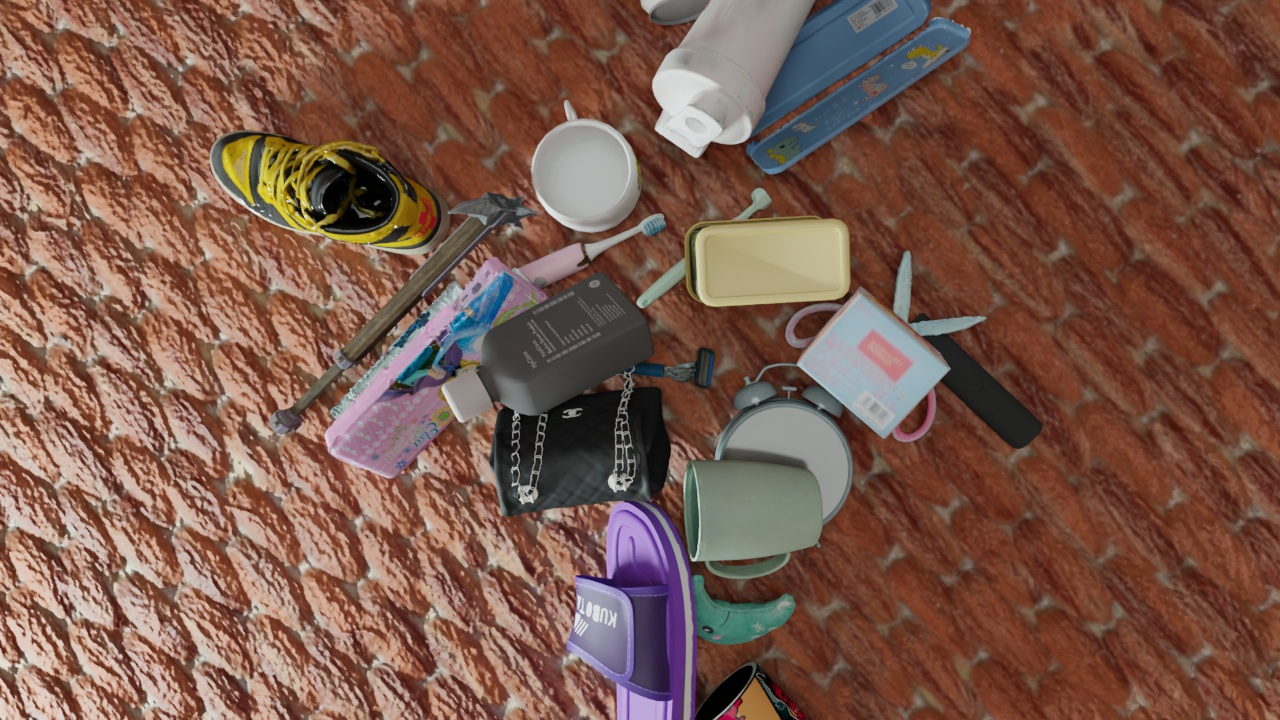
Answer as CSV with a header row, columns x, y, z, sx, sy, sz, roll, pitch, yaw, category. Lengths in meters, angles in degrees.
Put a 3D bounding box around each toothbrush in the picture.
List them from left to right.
x,y,z,sx,sy,sz,roll,pitch,yaw,category
-0.080,-0.086,0.847,0.223,0.027,0.026,-23,55,6,toothbrush
0.056,-0.100,0.839,0.155,0.015,0.022,-41,117,6,toothbrush

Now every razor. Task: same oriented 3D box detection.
x,y,z,sx,sy,sz,roll,pitch,yaw,category
-0.005,0.005,0.845,0.144,0.022,0.042,5,54,10,razor

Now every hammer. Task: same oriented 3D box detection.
x,y,z,sx,sy,sz,roll,pitch,yaw,category
-0.233,-0.036,0.829,0.317,0.146,0.028,-42,86,15,hammer

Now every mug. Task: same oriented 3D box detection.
x,y,z,sx,sy,sz,roll,pitch,yaw,category
-0.050,-0.174,0.823,0.094,0.068,0.115,-15,89,6,mug
0.095,0.342,0.811,0.098,0.081,0.118,46,116,4,mug
0.091,0.136,0.766,0.104,0.084,0.111,0,119,-6,mug

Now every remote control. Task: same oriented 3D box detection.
x,y,z,sx,sy,sz,roll,pitch,yaw,category
0.292,0.018,0.814,0.147,0.015,0.033,44,94,4,remote control

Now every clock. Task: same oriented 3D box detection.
x,y,z,sx,sy,sz,roll,pitch,yaw,category
0.128,0.082,0.818,0.122,0.045,0.159,4,93,6,clock

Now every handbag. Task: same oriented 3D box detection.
x,y,z,sx,sy,sz,roll,pitch,yaw,category
-0.054,0.064,0.787,0.154,0.125,0.115,-5,113,4,handbag

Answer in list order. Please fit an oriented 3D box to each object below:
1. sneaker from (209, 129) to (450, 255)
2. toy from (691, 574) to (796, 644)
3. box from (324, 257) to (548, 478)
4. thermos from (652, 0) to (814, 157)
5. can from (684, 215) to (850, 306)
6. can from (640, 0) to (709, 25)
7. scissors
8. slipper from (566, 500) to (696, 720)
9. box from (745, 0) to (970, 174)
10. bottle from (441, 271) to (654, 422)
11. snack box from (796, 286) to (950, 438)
x,y,z,sx,sy,sz,roll,pitch,yaw,category
-0.299,-0.159,0.823,0.238,0.122,0.086,16,90,5,sneaker
0.077,0.223,0.811,0.105,0.033,0.085,15,132,-12,toy
-0.187,0.002,0.837,0.230,0.084,0.071,-44,47,9,box
0.090,-0.277,0.781,0.099,0.099,0.220,29,77,5,thermos
0.106,-0.085,0.781,0.131,0.101,0.072,-3,98,0,can
0.024,-0.375,0.813,0.070,0.070,0.132,-12,89,6,can
0.213,-0.013,0.813,0.177,0.013,0.170,4,102,14,scissors
-0.016,0.260,0.792,0.083,0.107,0.266,-5,94,-33,slipper
0.174,-0.254,0.814,0.209,0.043,0.125,-33,66,6,box
-0.084,-0.003,0.783,0.173,0.046,0.083,-28,48,-14,bottle
0.193,-0.002,0.764,0.093,0.094,0.080,41,104,5,snack box
